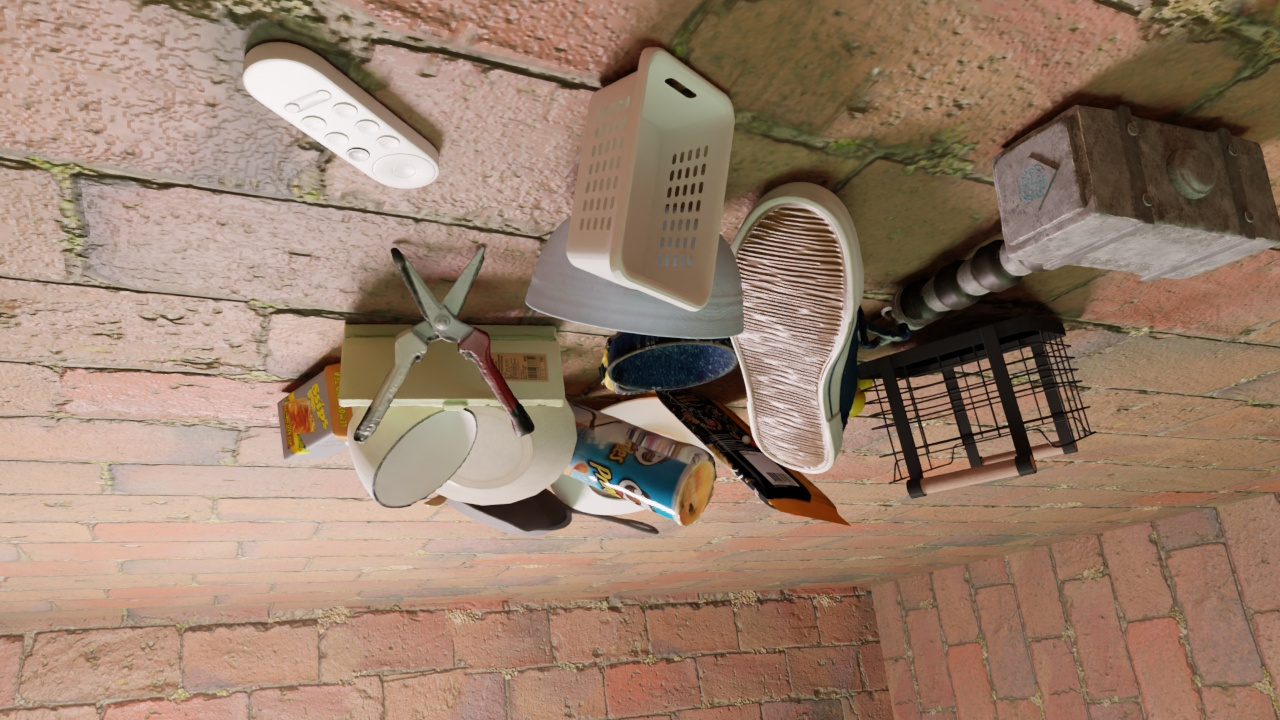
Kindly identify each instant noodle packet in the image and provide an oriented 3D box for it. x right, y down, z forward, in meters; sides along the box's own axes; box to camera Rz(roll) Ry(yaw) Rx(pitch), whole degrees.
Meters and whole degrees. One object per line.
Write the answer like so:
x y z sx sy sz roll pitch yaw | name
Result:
0.113 0.098 0.978 0.159 0.221 0.032 21 108 -50 | instant noodle packet

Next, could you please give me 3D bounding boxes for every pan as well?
-0.125 0.181 1.132 0.354 0.024 0.216 20 -172 -30 | pan

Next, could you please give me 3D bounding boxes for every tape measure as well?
-0.005 0.005 0.895 0.067 0.038 0.063 -3 151 -15 | tape measure

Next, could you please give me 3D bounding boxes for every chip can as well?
-0.035 0.097 0.965 0.230 0.079 0.079 18 172 29 | chip can

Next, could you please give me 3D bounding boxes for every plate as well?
-0.007 0.122 1.094 0.208 0.015 0.209 -10 135 -10 | plate
-0.159 0.079 0.912 0.189 0.027 0.189 -1 123 -2 | plate

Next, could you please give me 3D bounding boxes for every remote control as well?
-0.163 -0.133 0.514 0.043 0.013 0.136 -14 158 21 | remote control

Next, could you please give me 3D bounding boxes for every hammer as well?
0.283 -0.077 0.710 0.176 0.079 0.327 3 164 -22 | hammer

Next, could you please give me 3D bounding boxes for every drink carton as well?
-0.303 0.053 0.891 0.048 0.076 0.125 -1 164 -42 | drink carton

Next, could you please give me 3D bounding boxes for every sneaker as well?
0.146 -0.038 0.736 0.121 0.127 0.295 16 145 24 | sneaker

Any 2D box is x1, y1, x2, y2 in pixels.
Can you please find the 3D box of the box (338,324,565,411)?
-0.164 -0.002 0.802 0.188 0.064 0.130 1 -159 -13 | box

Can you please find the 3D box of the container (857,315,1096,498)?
0.331 0.046 0.890 0.163 0.130 0.240 -19 169 32 | container

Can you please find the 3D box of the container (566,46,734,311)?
0.004 -0.097 0.513 0.050 0.129 0.080 1 169 42 | container

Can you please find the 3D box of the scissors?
-0.163 0.005 0.719 0.179 0.015 0.199 -29 123 6 | scissors

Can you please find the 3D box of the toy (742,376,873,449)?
0.165 0.045 0.935 0.119 0.100 0.097 -58 172 28 | toy

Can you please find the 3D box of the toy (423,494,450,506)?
-0.195 0.099 1.003 0.105 0.108 0.134 -12 163 -21 | toy

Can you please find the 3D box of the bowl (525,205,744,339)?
0.001 -0.067 0.614 0.150 0.075 0.150 8 -169 -2 | bowl

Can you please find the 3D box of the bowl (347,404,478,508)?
-0.212 0.069 0.830 0.116 0.066 0.116 -39 153 -25 | bowl

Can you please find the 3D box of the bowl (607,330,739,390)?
0.025 -0.020 0.799 0.114 0.060 0.114 -7 159 -3 | bowl
